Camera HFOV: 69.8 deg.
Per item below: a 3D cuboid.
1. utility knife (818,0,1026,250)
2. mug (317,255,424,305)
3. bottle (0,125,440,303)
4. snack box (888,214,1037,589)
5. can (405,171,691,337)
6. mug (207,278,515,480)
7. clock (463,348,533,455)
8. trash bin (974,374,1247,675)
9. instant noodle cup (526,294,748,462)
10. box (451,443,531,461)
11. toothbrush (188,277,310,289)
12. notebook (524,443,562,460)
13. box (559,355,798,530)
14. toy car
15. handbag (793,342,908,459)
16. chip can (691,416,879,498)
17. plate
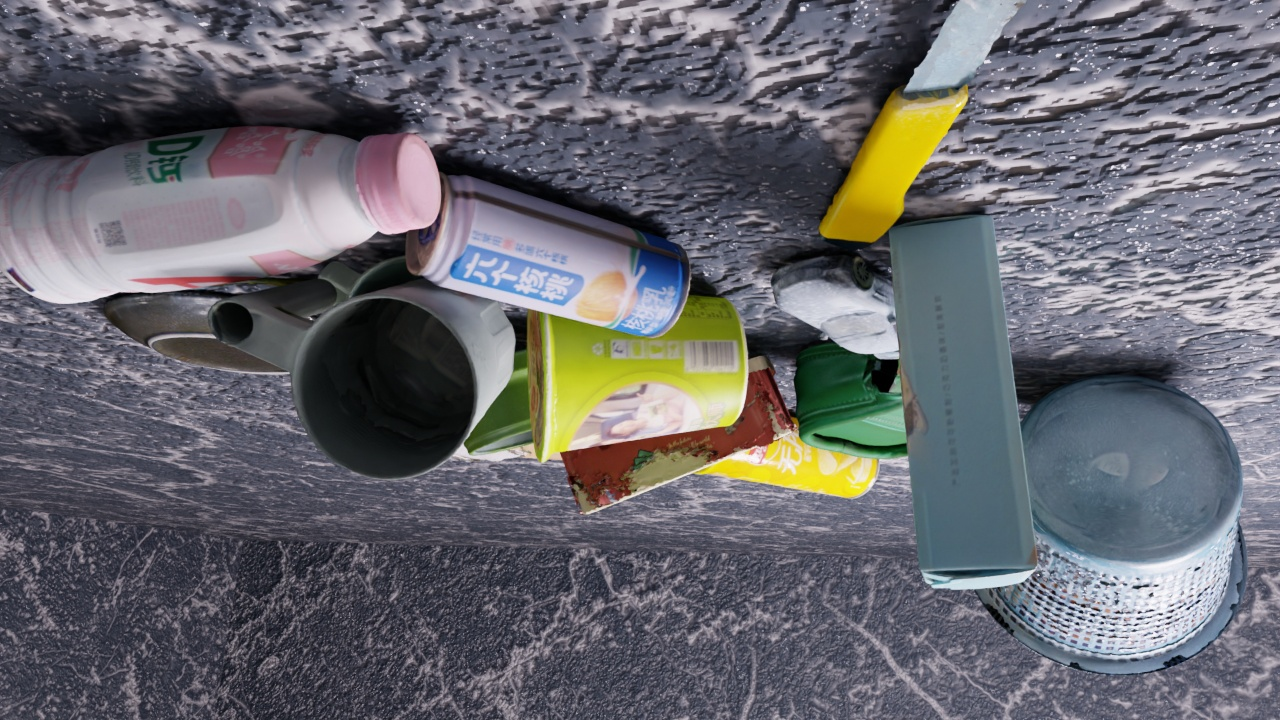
[{"bbox_3d":[0.105,-0.086,0.364,0.033,0.015,0.215,4,167,0],"label":"utility knife"},{"bbox_3d":[-0.149,-0.016,0.566,0.112,0.082,0.106,35,161,-3],"label":"mug"},{"bbox_3d":[-0.186,-0.066,0.404,0.197,0.068,0.068,-4,163,14],"label":"bottle"},{"bbox_3d":[0.156,0.022,0.452,0.052,0.174,0.074,-5,162,17],"label":"snack box"},{"bbox_3d":[-0.044,-0.050,0.454,0.134,0.053,0.053,13,162,-32],"label":"can"},{"bbox_3d":[-0.126,-0.006,0.446,0.124,0.084,0.103,25,-168,-1],"label":"mug"},{"bbox_3d":[-0.068,0.025,0.676,0.161,0.056,0.116,-17,172,0],"label":"clock"},{"bbox_3d":[0.375,0.117,0.733,0.227,0.226,0.195,-2,151,19],"label":"trash bin"},{"bbox_3d":[-0.003,0.003,0.558,0.123,0.111,0.112,-2,166,-12],"label":"instant noodle cup"},{"bbox_3d":[-0.178,0.046,0.812,0.090,0.061,0.184,-7,159,30],"label":"box"},{"bbox_3d":[-0.293,-0.047,0.577,0.186,0.017,0.012,3,-159,2],"label":"toothbrush"},{"bbox_3d":[-0.180,0.089,1.053,0.149,0.012,0.211,1,164,13],"label":"notebook"},{"bbox_3d":[0.030,0.064,0.683,0.168,0.077,0.091,-23,171,11],"label":"box"},{"bbox_3d":[0.127,-0.029,0.535,0.120,0.036,0.054,21,156,-41],"label":"toy car"},{"bbox_3d":[0.181,0.026,0.657,0.131,0.068,0.120,14,160,-34],"label":"handbag"},{"bbox_3d":[0.133,0.086,0.869,0.213,0.072,0.072,15,160,-36],"label":"chip can"},{"bbox_3d":[-0.306,-0.013,0.691,0.179,0.024,0.179,3,164,1],"label":"plate"}]
